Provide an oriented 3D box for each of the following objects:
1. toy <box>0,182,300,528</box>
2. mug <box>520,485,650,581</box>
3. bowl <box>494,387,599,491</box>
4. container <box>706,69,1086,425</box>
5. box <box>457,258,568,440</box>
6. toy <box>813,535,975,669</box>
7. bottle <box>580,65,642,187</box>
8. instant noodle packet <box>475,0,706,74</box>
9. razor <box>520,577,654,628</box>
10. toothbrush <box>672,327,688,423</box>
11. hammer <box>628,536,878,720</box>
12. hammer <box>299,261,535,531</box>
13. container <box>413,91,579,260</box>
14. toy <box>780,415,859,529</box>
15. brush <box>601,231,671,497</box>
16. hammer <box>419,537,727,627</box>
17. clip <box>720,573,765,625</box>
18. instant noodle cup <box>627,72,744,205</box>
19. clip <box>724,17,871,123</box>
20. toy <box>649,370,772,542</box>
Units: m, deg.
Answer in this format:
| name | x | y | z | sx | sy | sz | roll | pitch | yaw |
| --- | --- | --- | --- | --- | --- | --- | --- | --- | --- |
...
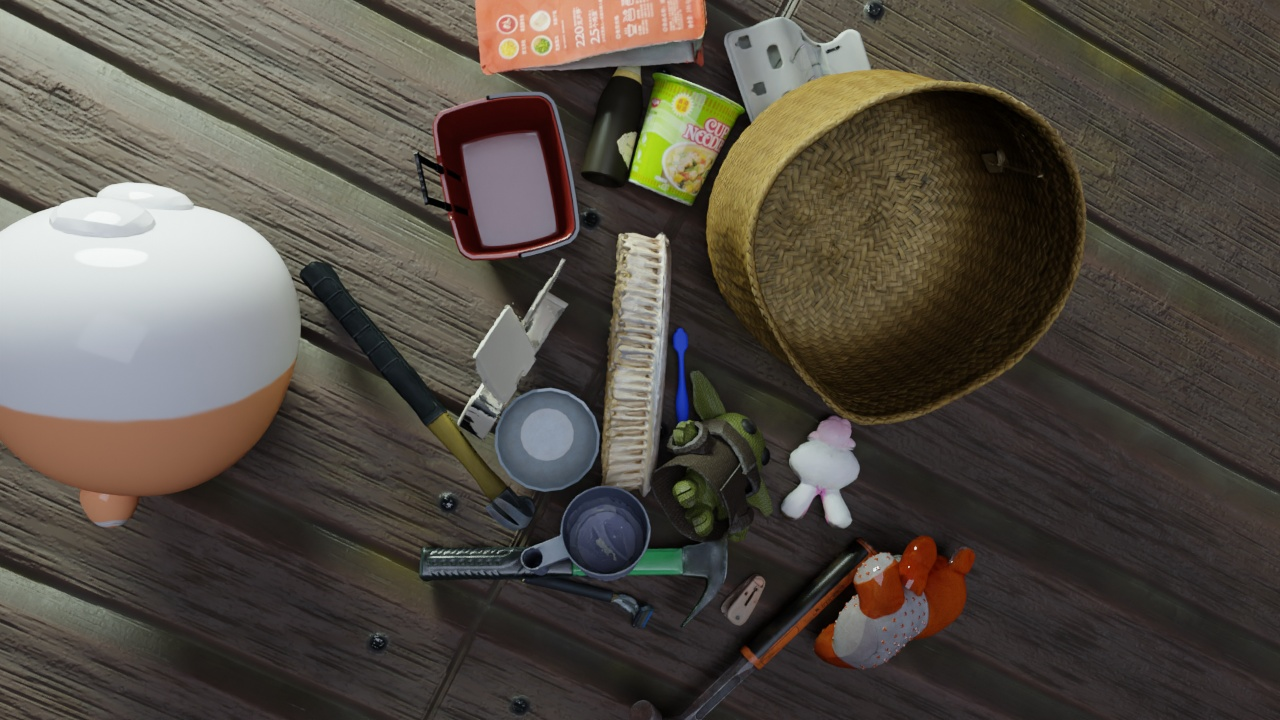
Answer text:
| name | x | y | z | sx | sy | sz | roll | pitch | yaw |
| --- | --- | --- | --- | --- | --- | --- | --- | --- | --- |
| toy | -0.440 | -0.008 | 0.801 | 0.265 | 0.262 | 0.281 | 8 | 112 | -4 |
| mug | -0.052 | 0.179 | 0.896 | 0.124 | 0.104 | 0.083 | -21 | 75 | -7 |
| bowl | -0.096 | 0.079 | 0.950 | 0.106 | 0.039 | 0.106 | 0 | 95 | -6 |
| container | 0.222 | -0.120 | 0.861 | 0.306 | 0.196 | 0.307 | -5 | 114 | -11 |
| box | -0.118 | -0.012 | 0.853 | 0.050 | 0.184 | 0.143 | 31 | 64 | -6 |
| toy | 0.271 | 0.252 | 0.965 | 0.172 | 0.093 | 0.164 | -9 | 130 | -33 |
| bottle | -0.017 | -0.269 | 0.927 | 0.045 | 0.045 | 0.184 | 14 | 86 | -7 |
| instant noodle packet | -0.052 | -0.365 | 0.887 | 0.221 | 0.084 | 0.164 | -6 | 85 | 2 |
| razor | -0.057 | 0.248 | 0.979 | 0.144 | 0.022 | 0.043 | 19 | 133 | -3 |
| toothbrush | 0.044 | 0.056 | 0.976 | 0.016 | 0.018 | 0.182 | -3 | 98 | -6 |
| hammer | 0.140 | 0.313 | 0.986 | 0.314 | 0.035 | 0.138 | -41 | 122 | -8 |
| hammer | -0.219 | 0.037 | 0.907 | 0.025 | 0.118 | 0.333 | -39 | 92 | -1 |
| container | -0.127 | -0.167 | 0.844 | 0.127 | 0.201 | 0.148 | -11 | 96 | -5 |
| toy | 0.197 | 0.119 | 0.985 | 0.079 | 0.038 | 0.122 | 14 | 94 | 5 |
| brush | -0.005 | 0.005 | 0.930 | 0.056 | 0.083 | 0.271 | 4 | 95 | -7 |
| hammer | -0.068 | 0.212 | 0.957 | 0.319 | 0.032 | 0.130 | 0 | 74 | -2 |
| clip | 0.113 | 0.258 | 0.986 | 0.024 | 0.041 | 0.061 | 38 | 95 | -9 |
| instant noodle cup | 0.039 | -0.217 | 0.916 | 0.099 | 0.099 | 0.108 | 20 | 100 | -7 |
| clip | 0.158 | -0.288 | 0.946 | 0.152 | 0.096 | 0.126 | -23 | 99 | -24 |
| toy | 0.077 | 0.112 | 0.921 | 0.078 | 0.152 | 0.179 | -17 | 108 | 39 |
